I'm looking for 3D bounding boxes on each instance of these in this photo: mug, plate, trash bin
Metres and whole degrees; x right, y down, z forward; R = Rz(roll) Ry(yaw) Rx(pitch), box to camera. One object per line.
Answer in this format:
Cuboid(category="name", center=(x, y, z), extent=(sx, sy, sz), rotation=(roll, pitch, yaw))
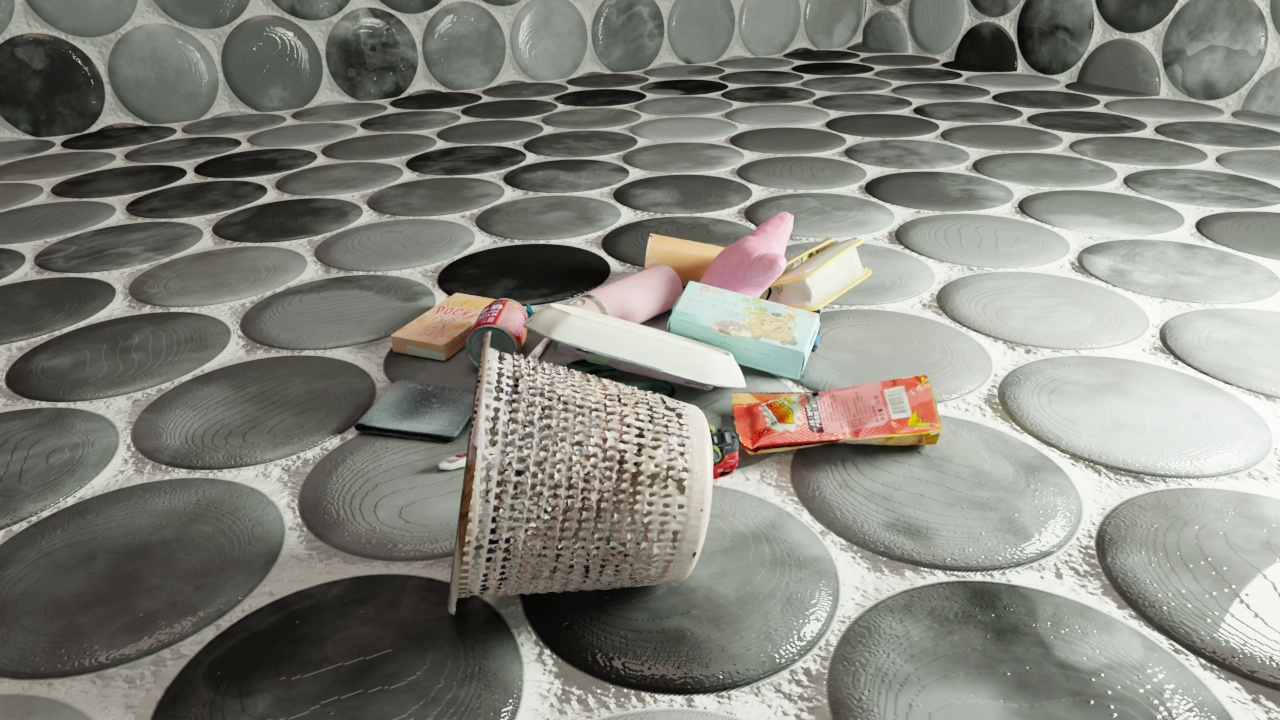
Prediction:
Cuboid(category="mug", center=(0.071, -0.144, 1.366), extent=(0.123, 0.078, 0.078), rotation=(6, 27, 6))
Cuboid(category="plate", center=(-0.003, -0.021, 1.059), extent=(0.266, 0.034, 0.162), rotation=(16, 6, 2))
Cuboid(category="trash bin", center=(-0.050, 0.100, 0.757), extent=(0.192, 0.228, 0.227), rotation=(7, 25, -10))

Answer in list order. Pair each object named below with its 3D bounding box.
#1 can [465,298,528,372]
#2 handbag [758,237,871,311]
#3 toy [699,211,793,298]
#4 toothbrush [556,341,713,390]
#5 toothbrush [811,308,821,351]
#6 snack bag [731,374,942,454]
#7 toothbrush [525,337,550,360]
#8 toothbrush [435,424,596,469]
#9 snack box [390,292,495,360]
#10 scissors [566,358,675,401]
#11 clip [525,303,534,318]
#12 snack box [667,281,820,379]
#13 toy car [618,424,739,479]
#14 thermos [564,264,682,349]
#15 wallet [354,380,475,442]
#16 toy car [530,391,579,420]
Cuboid(category="can", center=(-0.179, -0.034, 1.164), extent=(0.066, 0.067, 0.093), rotation=(1, 27, 5))
Cuboid(category="handbag", center=(0.218, -0.127, 1.316), extent=(0.179, 0.063, 0.163), rotation=(4, 26, 46))
Cuboid(category="toy", center=(0.137, -0.123, 1.239), extent=(0.074, 0.195, 0.178), rotation=(37, 21, -19))
Cuboid(category="toothbrush", center=(-0.006, 0.006, 1.074), extent=(0.189, 0.029, 0.021), rotation=(15, 54, 7))
Cuboid(category="toothbrush", center=(0.238, -0.058, 1.244), extent=(0.014, 0.016, 0.189), rotation=(-2, 27, 15))
Cuboid(category="snack bag", center=(0.202, 0.059, 0.966), extent=(0.208, 0.073, 0.128), rotation=(-5, 22, 5))
Cuboid(category="toothbrush", center=(-0.120, -0.024, 1.199), extent=(0.016, 0.016, 0.179), rotation=(11, 28, 12))
Cuboid(category="toothbrush", center=(-0.122, 0.089, 0.969), extent=(0.187, 0.017, 0.016), rotation=(-10, 30, -18))
Cuboid(category="snack box", center=(-0.257, -0.048, 1.242), extent=(0.084, 0.026, 0.156), rotation=(9, 29, 21))
Cuboid(category="scissors", center=(-0.034, 0.027, 1.042), extent=(0.169, 0.019, 0.177), rotation=(18, 14, 21))
Cuboid(category="clip", center=(-0.159, -0.065, 1.284), extent=(0.048, 0.015, 0.057), rotation=(-8, 28, -17))
Cuboid(category="snack box", center=(0.126, -0.038, 1.127), extent=(0.175, 0.052, 0.074), rotation=(16, 48, 14))
Cuboid(category="toy car", center=(0.039, 0.099, 0.910), extent=(0.120, 0.045, 0.052), rotation=(-7, 24, 3))
Cuboid(category="thermos", center=(-0.023, -0.070, 1.224), extent=(0.087, 0.067, 0.198), rotation=(17, 31, 39))
Cuboid(category="wallet", center=(-0.247, 0.059, 1.041), extent=(0.121, 0.019, 0.097), rotation=(5, 29, 11))
Cuboid(category="toy car", center=(-0.092, 0.050, 1.024), extent=(0.049, 0.031, 0.105), rotation=(11, 18, 6))
